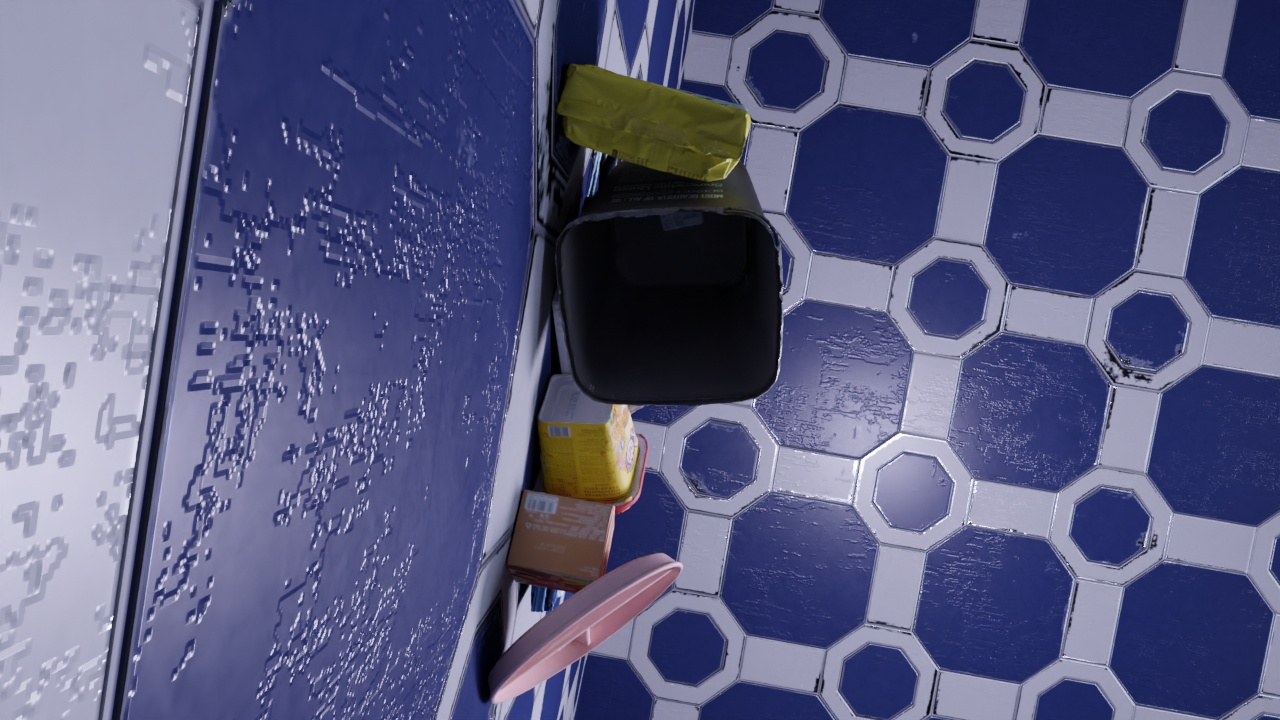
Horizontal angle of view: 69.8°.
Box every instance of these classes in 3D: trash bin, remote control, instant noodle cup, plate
[{"bbox_3d":[0.035,-0.096,0.901,0.219,0.199,0.199,-81,168,-58],"label":"trash bin"},{"bbox_3d":[-0.036,-0.221,1.150,0.137,0.024,0.053,94,7,-57],"label":"remote control"},{"bbox_3d":[-0.057,0.084,0.971,0.116,0.116,0.124,-77,164,-49],"label":"instant noodle cup"},{"bbox_3d":[-0.057,0.264,0.921,0.028,0.229,0.230,53,-16,19],"label":"plate"}]

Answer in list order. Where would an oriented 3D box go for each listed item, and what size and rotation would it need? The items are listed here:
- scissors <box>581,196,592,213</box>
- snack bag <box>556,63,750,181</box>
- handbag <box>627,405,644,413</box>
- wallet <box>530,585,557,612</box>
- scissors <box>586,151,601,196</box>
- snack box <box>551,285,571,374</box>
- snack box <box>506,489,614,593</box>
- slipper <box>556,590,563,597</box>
[{"bbox_3d":[-0.066,-0.106,1.029,0.160,0.014,0.173,98,4,-50],"label":"scissors"},{"bbox_3d":[0.016,-0.219,0.838,0.246,0.158,0.068,-72,177,-72],"label":"snack bag"},{"bbox_3d":[-0.006,0.006,1.062,0.194,0.075,0.133,-34,-170,40],"label":"handbag"},{"bbox_3d":[-0.106,0.213,1.067,0.106,0.040,0.133,-113,-148,-78],"label":"wallet"},{"bbox_3d":[-0.044,-0.244,1.008,0.105,0.017,0.136,91,13,-84],"label":"scissors"},{"bbox_3d":[-0.066,-0.037,0.971,0.157,0.027,0.084,90,9,-51],"label":"snack box"},{"bbox_3d":[-0.078,0.187,0.929,0.094,0.093,0.077,95,5,-66],"label":"snack box"},{"bbox_3d":[-0.067,0.206,1.240,0.104,0.074,0.245,100,11,-68],"label":"slipper"}]
